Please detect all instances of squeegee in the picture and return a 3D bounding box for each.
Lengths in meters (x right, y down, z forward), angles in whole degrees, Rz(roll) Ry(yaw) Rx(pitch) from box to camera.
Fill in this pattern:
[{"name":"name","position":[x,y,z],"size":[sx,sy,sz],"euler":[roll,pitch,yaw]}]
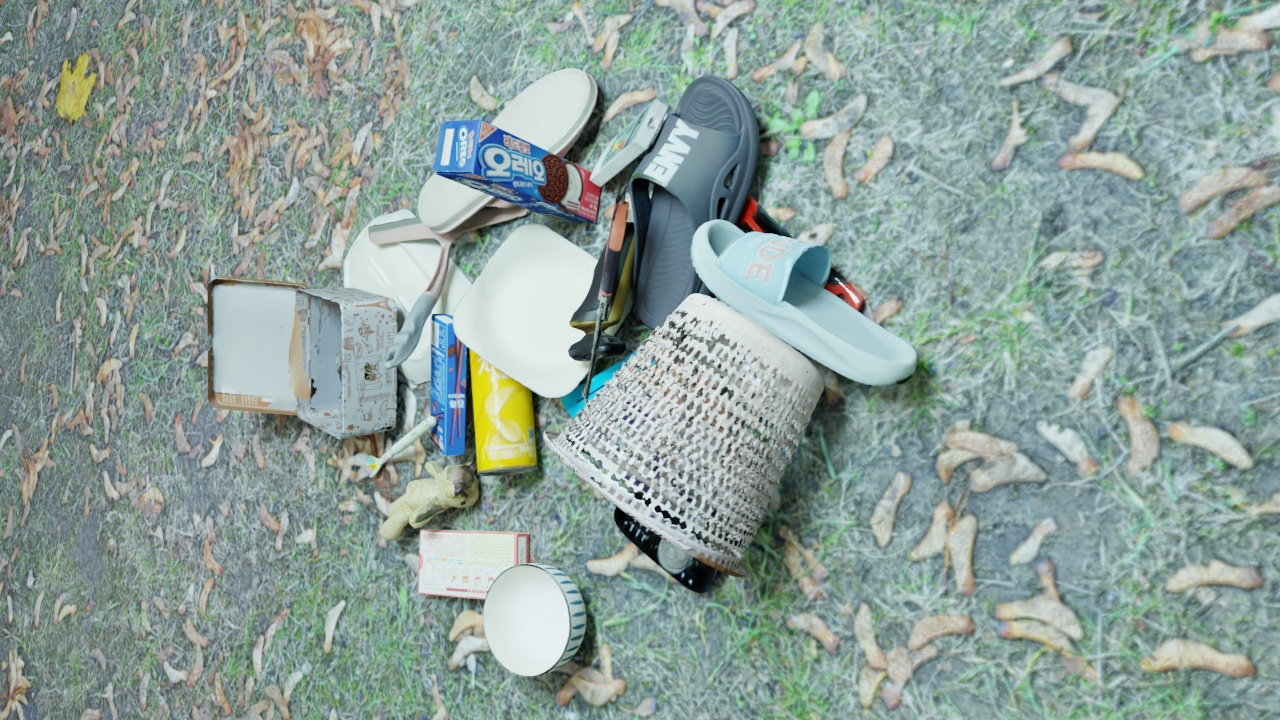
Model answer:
[{"name":"squeegee","position":[-0.254,-0.081,1.091],"size":[0.248,0.040,0.248],"euler":[-6,50,22]}]

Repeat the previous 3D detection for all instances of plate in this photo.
[{"name":"plate","position":[-0.107,-0.053,1.017],"size":[0.164,0.034,0.163],"euler":[34,81,5]},{"name":"plate","position":[-0.311,-0.088,1.193],"size":[0.162,0.034,0.265],"euler":[-52,60,17]}]

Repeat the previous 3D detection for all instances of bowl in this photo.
[{"name":"bowl","position":[-0.105,0.276,0.986],"size":[0.117,0.066,0.116],"euler":[-5,80,30]}]

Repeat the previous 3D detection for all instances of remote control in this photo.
[{"name":"remote control","position":[0.028,0.183,0.936],"size":[0.136,0.024,0.053],"euler":[35,103,31]},{"name":"remote control","position":[-0.015,-0.228,0.974],"size":[0.056,0.019,0.135],"euler":[-64,18,-16]}]

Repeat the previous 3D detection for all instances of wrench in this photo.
[{"name":"wrench","position":[0.125,-0.137,0.920],"size":[0.056,0.016,0.273],"euler":[-50,60,24]}]

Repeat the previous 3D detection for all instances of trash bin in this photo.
[{"name":"trash bin","position":[0.055,0.055,0.838],"size":[0.227,0.227,0.192],"euler":[34,90,32]}]

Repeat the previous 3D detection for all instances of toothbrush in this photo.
[{"name":"toothbrush","position":[-0.298,0.106,1.137],"size":[0.190,0.020,0.029],"euler":[-32,67,45]}]

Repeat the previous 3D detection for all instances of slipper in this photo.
[{"name":"slipper","position":[0.146,-0.064,0.826],"size":[0.245,0.103,0.074],"euler":[38,123,26]},{"name":"slipper","position":[-0.155,-0.241,1.093],"size":[0.275,0.054,0.114],"euler":[-35,58,19]},{"name":"slipper","position":[0.041,-0.154,0.926],"size":[0.111,0.083,0.268],"euler":[22,104,36]}]

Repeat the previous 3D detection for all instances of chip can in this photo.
[{"name":"chip can","position":[-0.160,0.023,1.057],"size":[0.072,0.072,0.213],"euler":[-13,78,32]}]

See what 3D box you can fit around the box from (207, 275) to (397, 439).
[{"name":"box","position":[-0.433,-0.009,1.187],"size":[0.274,0.124,0.179],"euler":[9,102,20]}]

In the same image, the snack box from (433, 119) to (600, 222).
[{"name":"snack box","position":[-0.124,-0.196,0.978],"size":[0.057,0.207,0.058],"euler":[8,88,35]}]

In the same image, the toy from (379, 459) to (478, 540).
[{"name":"toy","position":[-0.257,0.172,1.110],"size":[0.158,0.066,0.105],"euler":[-31,23,27]}]

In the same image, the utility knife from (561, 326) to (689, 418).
[{"name":"utility knife","position":[-0.006,0.006,0.973],"size":[0.217,0.018,0.034],"euler":[-33,68,33]}]

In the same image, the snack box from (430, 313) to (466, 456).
[{"name":"snack box","position":[-0.229,0.027,1.087],"size":[0.084,0.026,0.157],"euler":[-159,69,-64]}]

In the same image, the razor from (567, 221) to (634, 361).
[{"name":"razor","position":[-0.030,-0.074,0.983],"size":[0.062,0.067,0.167],"euler":[-11,58,57]}]

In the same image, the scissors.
[{"name":"scissors","position":[-0.034,-0.068,0.905],"size":[0.205,0.015,0.197],"euler":[-85,8,-54]}]

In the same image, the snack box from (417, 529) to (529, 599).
[{"name":"snack box","position":[-0.198,0.239,1.078],"size":[0.156,0.027,0.077],"euler":[-5,81,33]}]
